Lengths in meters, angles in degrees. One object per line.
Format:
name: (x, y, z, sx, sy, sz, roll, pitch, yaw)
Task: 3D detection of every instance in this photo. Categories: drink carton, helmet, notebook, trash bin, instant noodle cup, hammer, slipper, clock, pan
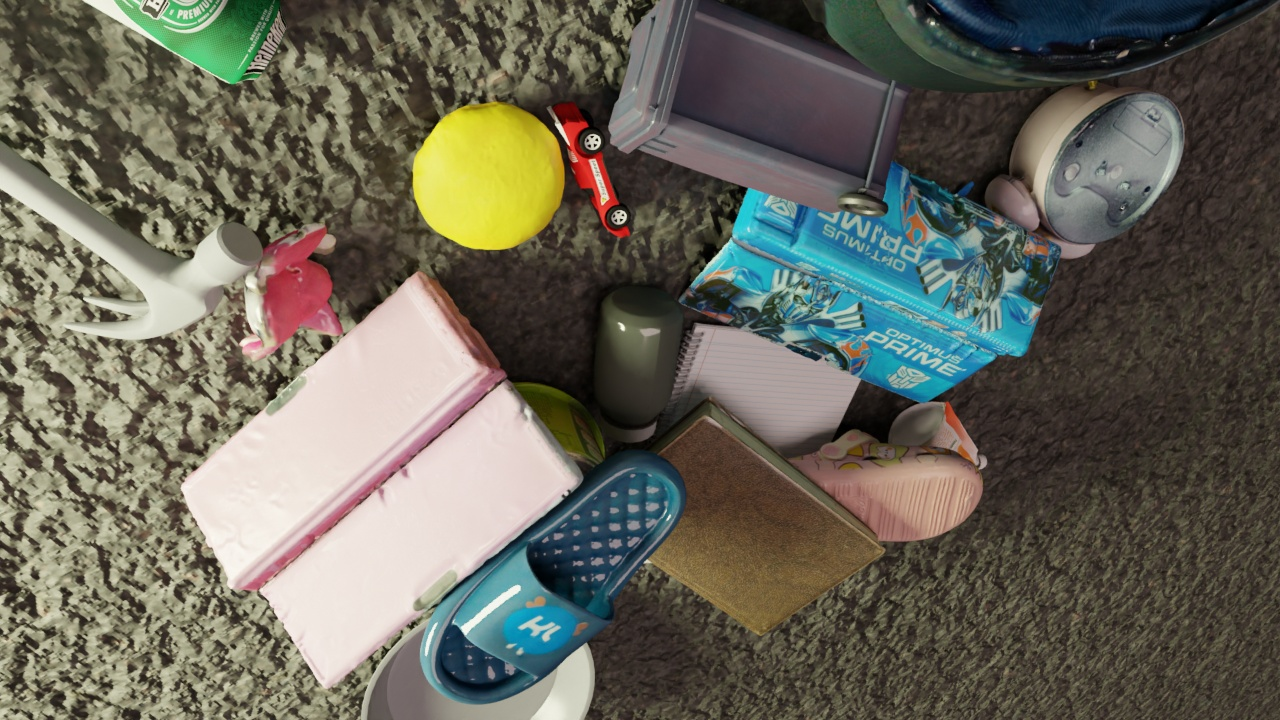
drink carton: (0.277, 0.087, 0.853, 0.069, 0.039, 0.122, -39, 134, 8)
helmet: (0.174, -0.257, 0.440, 0.315, 0.236, 0.249, -24, 125, -14)
notebook: (0.083, 0.082, 0.785, 0.177, 0.013, 0.246, 4, 121, -25)
trash bin: (0.070, -0.149, 0.542, 0.160, 0.092, 0.093, 15, 89, -16)
instant noodle cup: (-0.083, 0.098, 0.663, 0.146, 0.098, 0.146, -9, 115, -20)
hammer: (-0.352, -0.117, 0.457, 0.125, 0.029, 0.311, -29, 126, 28)
notebook: (0.062, 0.146, 0.761, 0.215, 0.034, 0.191, 39, 116, -22)
slipper: (-0.049, 0.150, 0.608, 0.213, 0.059, 0.104, -44, 123, -3)
clock: (0.331, -0.137, 0.699, 0.116, 0.058, 0.158, 17, 116, -28)
slipper: (0.189, 0.104, 0.796, 0.197, 0.081, 0.093, -4, 128, 7)
pan: (-0.140, 0.216, 0.768, 0.200, 0.051, 0.357, -8, 111, -19)

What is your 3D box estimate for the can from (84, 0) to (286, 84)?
can: (-0.232, -0.183, 0.456, 0.101, 0.053, 0.053, 29, 109, -34)

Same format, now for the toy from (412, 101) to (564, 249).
toy: (-0.093, -0.112, 0.567, 0.095, 0.041, 0.094, -35, 123, 5)

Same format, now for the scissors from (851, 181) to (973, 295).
scissors: (0.209, -0.089, 0.718, 0.127, 0.015, 0.125, -25, 129, -6)

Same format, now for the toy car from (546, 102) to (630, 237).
toy car: (-0.031, -0.121, 0.585, 0.025, 0.038, 0.089, -22, 128, -2)

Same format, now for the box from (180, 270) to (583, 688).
box: (-0.175, 0.079, 0.594, 0.233, 0.179, 0.039, -41, 166, 8)

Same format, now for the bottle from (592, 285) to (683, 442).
bottle: (-0.004, 0.004, 0.668, 0.060, 0.060, 0.109, -4, 124, -18)

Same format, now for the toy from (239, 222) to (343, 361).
toy: (-0.217, -0.049, 0.561, 0.065, 0.050, 0.103, -32, 157, -40)

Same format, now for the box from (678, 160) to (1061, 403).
box: (0.171, -0.054, 0.664, 0.243, 0.071, 0.171, 21, 116, -18)
